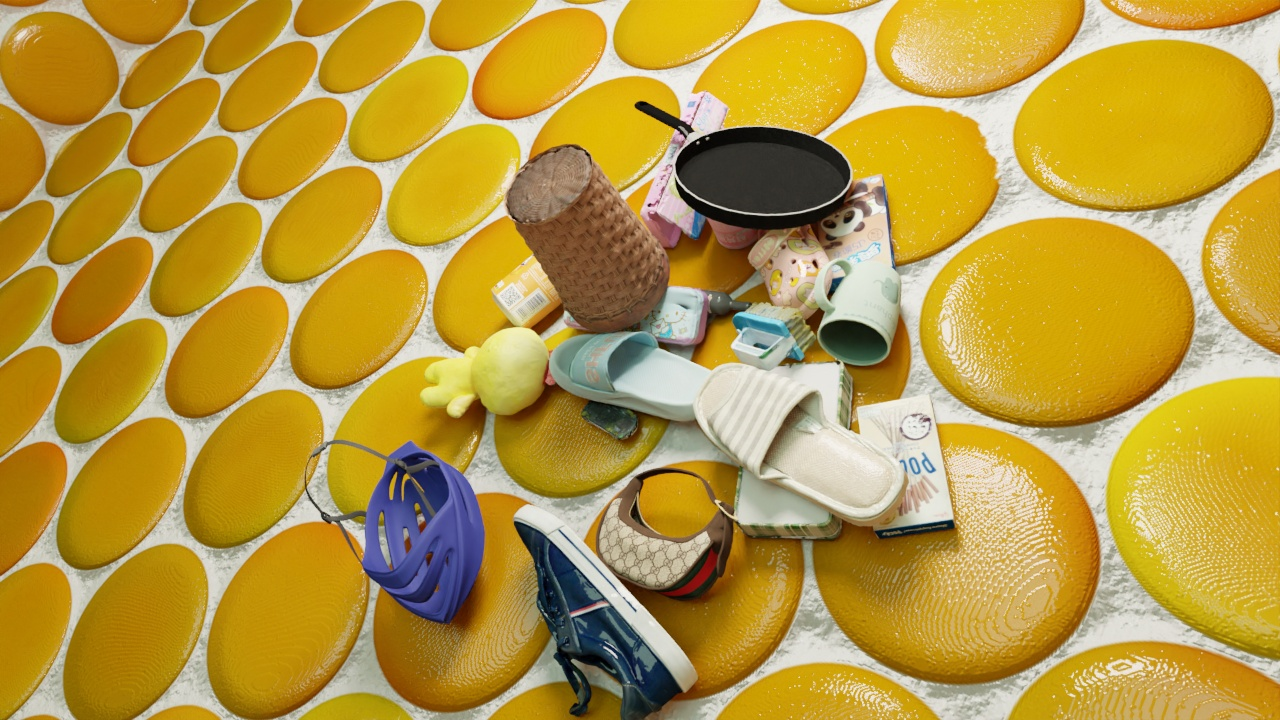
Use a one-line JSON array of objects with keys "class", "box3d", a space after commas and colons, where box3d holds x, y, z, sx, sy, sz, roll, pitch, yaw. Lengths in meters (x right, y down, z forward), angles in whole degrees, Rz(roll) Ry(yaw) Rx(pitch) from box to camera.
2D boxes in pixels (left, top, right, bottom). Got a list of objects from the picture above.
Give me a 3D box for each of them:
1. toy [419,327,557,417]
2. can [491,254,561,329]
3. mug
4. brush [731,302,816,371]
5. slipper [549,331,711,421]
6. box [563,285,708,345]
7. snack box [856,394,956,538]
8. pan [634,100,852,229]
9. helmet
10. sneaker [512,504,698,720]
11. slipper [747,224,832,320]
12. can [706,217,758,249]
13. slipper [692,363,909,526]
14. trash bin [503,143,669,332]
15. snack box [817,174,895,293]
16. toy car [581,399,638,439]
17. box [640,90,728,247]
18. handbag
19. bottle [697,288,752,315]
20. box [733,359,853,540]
[{"class": "toy", "box3d": [-0.206, 0.016, 1.256, 0.208, 0.092, 0.133, -17, 50, 20]}, {"class": "can", "box3d": [-0.138, -0.113, 1.311, 0.142, 0.079, 0.079, -39, 50, 0]}, {"class": "mug", "box3d": [0.248, -0.068, 1.060, 0.084, 0.111, 0.103, -28, 30, 54]}, {"class": "brush", "box3d": [0.144, -0.029, 1.104, 0.075, 0.055, 0.136, -40, 21, -11]}, {"class": "slipper", "box3d": [-0.007, 0.007, 1.154, 0.246, 0.074, 0.103, 17, 47, 32]}, {"class": "box", "box3d": [-0.010, -0.067, 1.222, 0.214, 0.036, 0.076, 9, 93, 33]}, {"class": "snack box", "box3d": [0.281, 0.112, 0.979, 0.082, 0.026, 0.149, -13, 54, 19]}, {"class": "pan", "box3d": [0.112, -0.268, 1.210, 0.224, 0.034, 0.356, -30, 49, -29]}, {"class": "helmet", "box3d": [-0.295, 0.190, 1.101, 0.148, 0.227, 0.241, -34, 48, 16]}, {"class": "sneaker", "box3d": [-0.075, 0.282, 1.007, 0.127, 0.121, 0.294, -37, 52, -15]}, {"class": "slipper", "box3d": [0.171, -0.131, 1.146, 0.093, 0.081, 0.197, -53, 32, 37]}, {"class": "can", "box3d": [0.124, -0.196, 1.230, 0.067, 0.076, 0.067, -13, 55, 19]}, {"class": "slipper", "box3d": [0.161, 0.082, 0.985, 0.273, 0.054, 0.114, 35, 86, 38]}, {"class": "trash bin", "box3d": [-0.071, -0.151, 1.137, 0.151, 0.210, 0.151, -15, 53, 20]}, {"class": "snack box", "box3d": [0.270, -0.161, 1.156, 0.087, 0.034, 0.151, -10, 56, 22]}, {"class": "toy car", "box3d": [-0.037, 0.074, 1.169, 0.090, 0.027, 0.038, 27, 67, 41]}, {"class": "box", "box3d": [0.079, -0.272, 1.298, 0.077, 0.084, 0.229, 8, 64, 29]}, {"class": "handbag", "box3d": [0.031, 0.188, 1.019, 0.167, 0.063, 0.138, 12, 77, 44]}, {"class": "bottle", "box3d": [0.094, -0.076, 1.197, 0.113, 0.030, 0.030, 10, 65, 32]}, {"class": "box", "box3d": [0.173, 0.098, 1.031, 0.118, 0.050, 0.205, -7, 57, 27]}]
